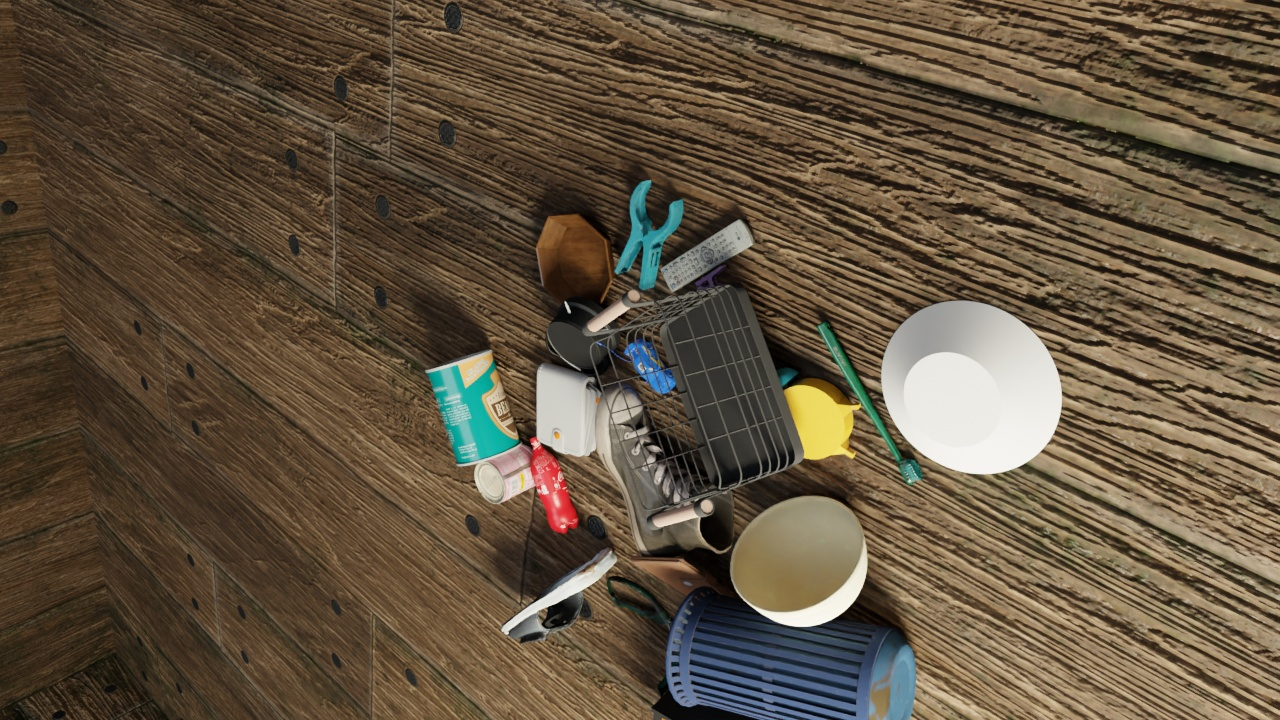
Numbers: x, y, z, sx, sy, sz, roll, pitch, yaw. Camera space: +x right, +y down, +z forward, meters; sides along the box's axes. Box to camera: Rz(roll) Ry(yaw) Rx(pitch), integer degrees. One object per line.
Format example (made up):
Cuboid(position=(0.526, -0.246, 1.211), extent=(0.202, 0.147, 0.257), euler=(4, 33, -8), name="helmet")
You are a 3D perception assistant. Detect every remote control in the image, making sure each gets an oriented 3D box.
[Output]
Cuboid(position=(0.074, -0.117, 1.031), extent=(0.137, 0.013, 0.033), euler=(-28, 87, 44), name="remote control")

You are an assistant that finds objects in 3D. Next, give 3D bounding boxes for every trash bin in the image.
Cuboid(position=(0.103, 0.492, 1.146), extent=(0.140, 0.139, 0.172), euler=(20, 119, 31), name="trash bin")
Cuboid(position=(0.170, 0.344, 1.028), extent=(0.250, 0.139, 0.139), euler=(2, 107, 34), name="trash bin")

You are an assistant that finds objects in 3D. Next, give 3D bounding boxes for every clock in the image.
Cuboid(position=(-0.076, -0.025, 1.162), extent=(0.091, 0.042, 0.121), euler=(34, 147, 7), name="clock")
Cuboid(position=(0.173, 0.059, 0.995), extent=(0.130, 0.043, 0.099), euler=(15, 116, 29), name="clock")

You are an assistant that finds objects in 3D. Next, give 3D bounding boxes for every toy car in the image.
Cuboid(position=(-0.006, 0.006, 1.117), extent=(0.092, 0.061, 0.033), euler=(53, 132, 13), name="toy car")

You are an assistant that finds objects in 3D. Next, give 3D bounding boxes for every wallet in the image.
Cuboid(position=(-0.089, 0.071, 1.235), extent=(0.115, 0.037, 0.118), euler=(16, 113, 37), name="wallet")
Cuboid(position=(0.054, 0.274, 1.148), extent=(0.088, 0.013, 0.121), euler=(-9, 142, 43), name="wallet")

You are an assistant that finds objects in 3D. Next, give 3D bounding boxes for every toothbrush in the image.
Cuboid(position=(0.237, 0.042, 0.947), extent=(0.017, 0.016, 0.189), euler=(-36, 82, 46), name="toothbrush")

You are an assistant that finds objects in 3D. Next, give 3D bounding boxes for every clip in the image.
Cuboid(position=(0.083, -0.088, 1.037), extent=(0.050, 0.013, 0.029), euler=(-18, 93, 46), name="clip")
Cuboid(position=(-0.004, -0.158, 1.078), extent=(0.120, 0.030, 0.131), euler=(48, 130, 11), name="clip")

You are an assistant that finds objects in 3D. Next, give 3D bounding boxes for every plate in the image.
Cuboid(position=(0.302, 0.032, 0.871), extent=(0.174, 0.036, 0.174), euler=(17, 117, 37), name="plate")
Cuboid(position=(-0.077, -0.124, 1.155), extent=(0.131, 0.025, 0.131), euler=(17, 117, 37), name="plate")

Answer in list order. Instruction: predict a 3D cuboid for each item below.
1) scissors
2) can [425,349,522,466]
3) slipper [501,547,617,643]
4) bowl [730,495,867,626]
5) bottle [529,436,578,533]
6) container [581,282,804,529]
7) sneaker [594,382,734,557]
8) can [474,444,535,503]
Cuboid(position=(0.022, 0.380, 1.270), extent=(0.206, 0.015, 0.202), euler=(33, 125, 29), name="scissors")
Cuboid(position=(-0.240, 0.067, 1.322), extent=(0.099, 0.099, 0.144), euler=(-11, 98, 43), name="can")
Cuboid(position=(-0.115, 0.352, 1.322), extent=(0.063, 0.111, 0.265), euler=(51, 128, 6), name="slipper")
Cuboid(position=(0.181, 0.229, 0.997), extent=(0.151, 0.150, 0.075), euler=(0, 136, 42), name="bowl")
Cuboid(position=(-0.128, 0.176, 1.304), extent=(0.042, 0.041, 0.141), euler=(-15, 96, 44), name="bottle")
Cuboid(position=(0.050, 0.044, 0.996), extent=(0.163, 0.130, 0.241), euler=(-30, 76, 56), name="container")
Cuboid(position=(0.029, 0.132, 1.116), extent=(0.120, 0.095, 0.235), euler=(-14, 94, 41), name="sneaker")
Cuboid(position=(-0.191, 0.164, 1.332), extent=(0.067, 0.076, 0.067), euler=(17, 117, 37), name="can")
